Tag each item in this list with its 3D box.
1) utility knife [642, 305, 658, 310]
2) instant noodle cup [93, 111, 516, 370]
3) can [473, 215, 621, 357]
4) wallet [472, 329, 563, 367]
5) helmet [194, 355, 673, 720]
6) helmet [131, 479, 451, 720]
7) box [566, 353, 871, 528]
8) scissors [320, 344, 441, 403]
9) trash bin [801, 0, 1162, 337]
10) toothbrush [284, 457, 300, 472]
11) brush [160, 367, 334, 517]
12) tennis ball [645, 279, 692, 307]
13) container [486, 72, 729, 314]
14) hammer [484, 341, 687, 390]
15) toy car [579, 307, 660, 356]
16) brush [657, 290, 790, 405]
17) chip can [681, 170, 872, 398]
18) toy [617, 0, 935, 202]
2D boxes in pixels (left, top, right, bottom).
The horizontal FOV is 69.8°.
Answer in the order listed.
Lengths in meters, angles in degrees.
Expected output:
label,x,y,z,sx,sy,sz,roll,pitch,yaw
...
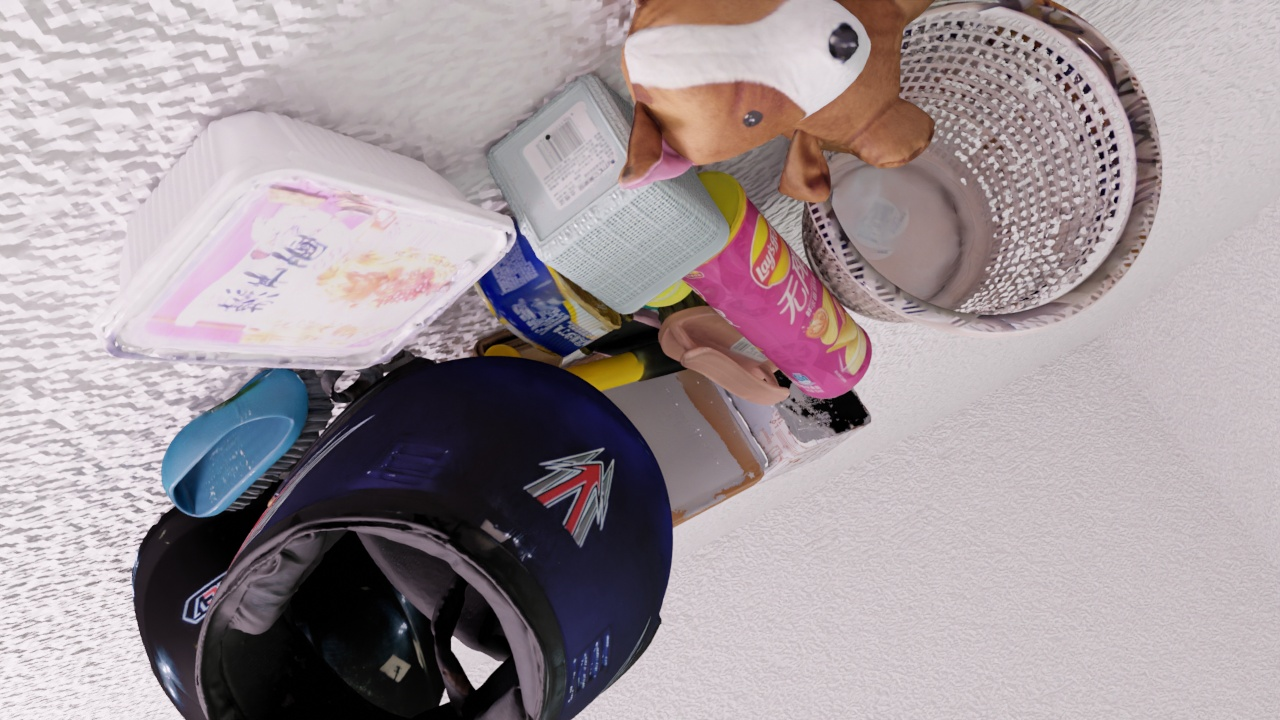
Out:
label,x,y,z,sx,sy,sz,roll,pitch,yaw
utility knife,0.008,-0.055,0.775,0.151,0.013,0.029,5,102,-61
instant noodle cup,-0.162,-0.057,0.450,0.138,0.060,0.173,-37,159,22
can,-0.061,-0.047,0.605,0.049,0.074,0.148,-30,163,9
wallet,-0.102,0.009,0.766,0.090,0.033,0.115,-20,156,-25
helmet,-0.123,0.134,0.618,0.316,0.247,0.239,-39,-173,28
helmet,-0.282,0.218,0.770,0.233,0.230,0.275,-32,142,2
box,0.075,0.040,0.879,0.259,0.178,0.105,-13,156,-42
scissors,-0.163,-0.003,0.639,0.168,0.014,0.157,-42,160,-54
trash bin,0.207,-0.115,0.654,0.227,0.227,0.192,-28,175,-5
toothbrush,-0.255,0.082,0.753,0.018,0.015,0.180,-28,165,26
brush,-0.265,0.055,0.598,0.144,0.055,0.073,-38,162,24
tennis ball,0.013,-0.072,0.665,0.065,0.065,0.065,-27,162,-10
container,-0.019,-0.093,0.526,0.090,0.090,0.111,-35,159,14
hammer,-0.005,0.005,0.781,0.300,0.033,0.129,-15,152,-27
toy car,-0.015,-0.027,0.794,0.056,0.037,0.122,-40,154,19
brush,0.068,-0.009,0.724,0.063,0.073,0.145,-34,147,26
chip can,0.092,-0.045,0.652,0.071,0.071,0.210,-35,137,17
toy,0.073,-0.151,0.465,0.199,0.140,0.131,-7,-168,-34
